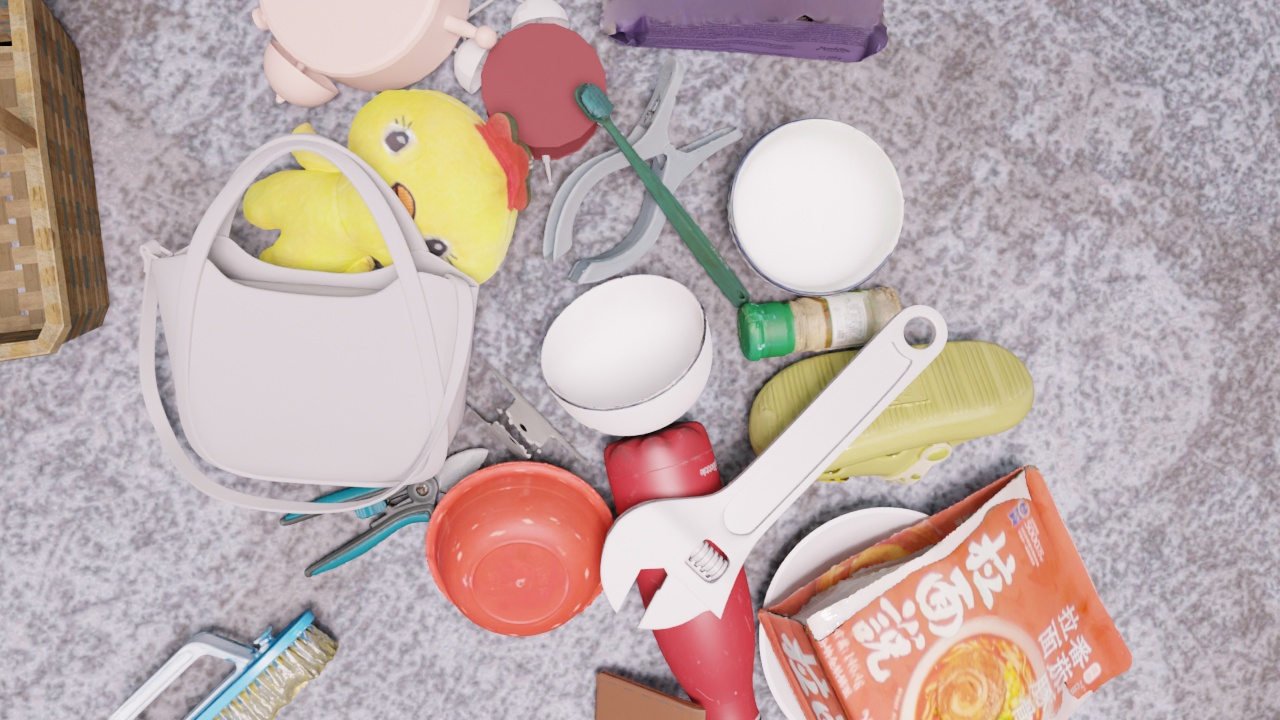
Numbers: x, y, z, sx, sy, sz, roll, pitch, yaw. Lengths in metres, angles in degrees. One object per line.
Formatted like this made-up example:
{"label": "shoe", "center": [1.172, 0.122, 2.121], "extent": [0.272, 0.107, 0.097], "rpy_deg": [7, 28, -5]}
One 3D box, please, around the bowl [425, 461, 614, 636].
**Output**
{"label": "bowl", "center": [-0.078, 0.133, 0.603], "extent": [0.130, 0.045, 0.131], "rpy_deg": [-1, 110, -4]}

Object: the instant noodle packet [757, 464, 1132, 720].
{"label": "instant noodle packet", "center": [0.214, 0.189, 0.613], "extent": [0.220, 0.084, 0.164], "rpy_deg": [-27, 91, -16]}

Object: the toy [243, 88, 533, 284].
{"label": "toy", "center": [-0.163, -0.102, 0.600], "extent": [0.208, 0.092, 0.134], "rpy_deg": [-14, 100, 5]}

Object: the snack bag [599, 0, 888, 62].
{"label": "snack bag", "center": [0.074, -0.266, 0.634], "extent": [0.205, 0.058, 0.096], "rpy_deg": [1, 90, -5]}

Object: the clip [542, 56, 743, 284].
{"label": "clip", "center": [0.007, -0.114, 0.637], "extent": [0.106, 0.028, 0.163], "rpy_deg": [37, 88, -30]}

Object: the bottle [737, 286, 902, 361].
{"label": "bottle", "center": [0.126, -0.027, 0.644], "extent": [0.111, 0.043, 0.043], "rpy_deg": [-8, 90, -5]}

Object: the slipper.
{"label": "slipper", "center": [0.171, 0.041, 0.635], "extent": [0.190, 0.082, 0.091], "rpy_deg": [-12, 48, 5]}

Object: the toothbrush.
{"label": "toothbrush", "center": [0.019, -0.107, 0.615], "extent": [0.016, 0.017, 0.190], "rpy_deg": [-44, 114, -8]}

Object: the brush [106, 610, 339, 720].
{"label": "brush", "center": [-0.270, 0.211, 0.602], "extent": [0.136, 0.055, 0.075], "rpy_deg": [-44, 98, -4]}

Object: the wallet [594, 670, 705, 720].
{"label": "wallet", "center": [0.002, 0.279, 0.616], "extent": [0.087, 0.013, 0.121], "rpy_deg": [7, 96, 34]}

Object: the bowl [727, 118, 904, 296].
{"label": "bowl", "center": [0.114, -0.101, 0.633], "extent": [0.118, 0.062, 0.118], "rpy_deg": [0, 90, -4]}

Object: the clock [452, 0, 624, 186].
{"label": "clock", "center": [-0.072, -0.191, 0.628], "extent": [0.087, 0.044, 0.124], "rpy_deg": [-36, 92, -4]}

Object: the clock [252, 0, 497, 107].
{"label": "clock", "center": [-0.184, -0.245, 0.587], "extent": [0.161, 0.086, 0.131], "rpy_deg": [-12, 91, 20]}

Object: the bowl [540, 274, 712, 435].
{"label": "bowl", "center": [-0.004, 0.004, 0.611], "extent": [0.113, 0.063, 0.113], "rpy_deg": [-11, 49, 13]}

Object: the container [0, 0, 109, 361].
{"label": "container", "center": [-0.418, -0.119, 0.526], "extent": [0.157, 0.186, 0.250], "rpy_deg": [-7, 90, -5]}

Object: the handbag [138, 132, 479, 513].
{"label": "handbag", "center": [-0.207, -0.025, 0.551], "extent": [0.216, 0.095, 0.223], "rpy_deg": [4, 120, -4]}

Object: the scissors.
{"label": "scissors", "center": [-0.177, 0.097, 0.629], "extent": [0.150, 0.019, 0.131], "rpy_deg": [21, 89, -3]}

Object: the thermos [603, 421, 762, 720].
{"label": "thermos", "center": [0.039, 0.163, 0.620], "extent": [0.073, 0.073, 0.240], "rpy_deg": [-15, 91, -5]}

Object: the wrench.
{"label": "wrench", "center": [0.083, 0.060, 0.574], "extent": [0.086, 0.018, 0.273], "rpy_deg": [44, 88, -1]}

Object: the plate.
{"label": "plate", "center": [0.166, 0.189, 0.648], "extent": [0.174, 0.036, 0.174], "rpy_deg": [0, 90, -5]}

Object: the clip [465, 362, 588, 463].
{"label": "clip", "center": [-0.080, 0.046, 0.627], "extent": [0.102, 0.054, 0.057], "rpy_deg": [45, 48, -3]}
